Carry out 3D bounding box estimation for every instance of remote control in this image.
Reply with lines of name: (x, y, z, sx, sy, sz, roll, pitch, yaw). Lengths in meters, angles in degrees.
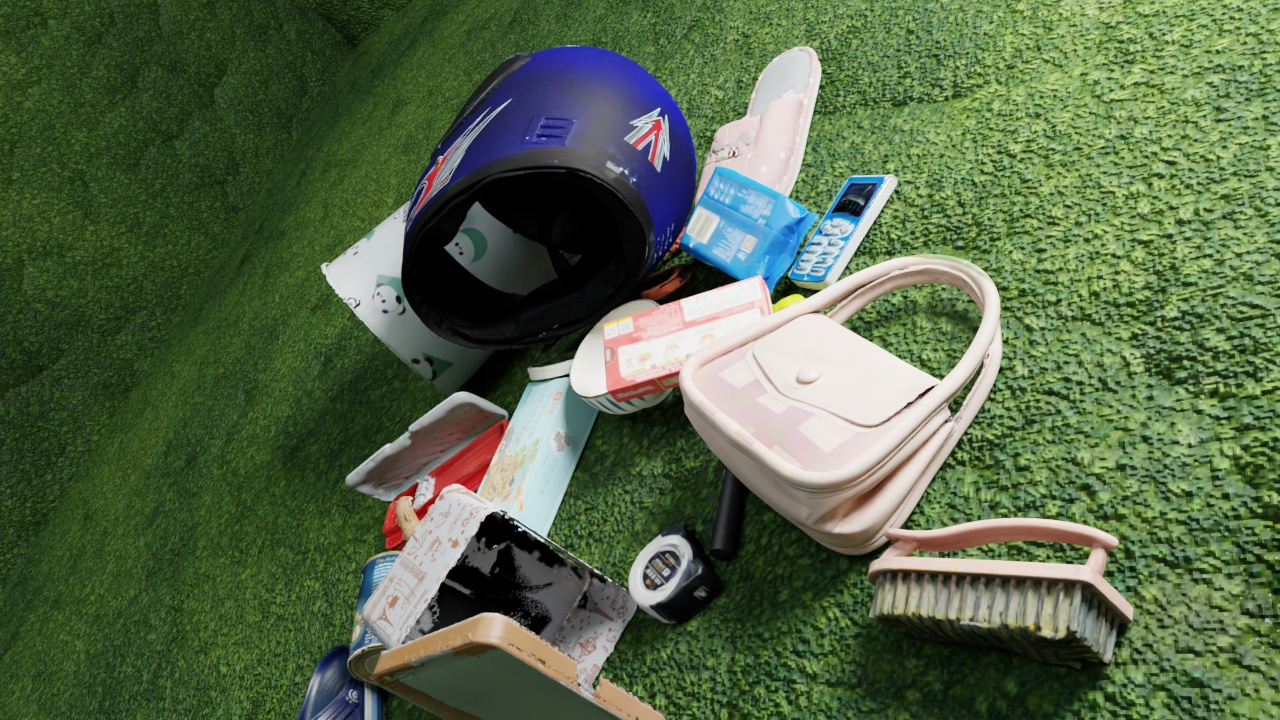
remote control: (0.183, -0.117, 0.830, 0.049, 0.024, 0.124, 18, 72, 55)

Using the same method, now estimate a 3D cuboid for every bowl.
bowl: (-0.005, 0.005, 0.889, 0.117, 0.066, 0.116, -30, 37, 25)

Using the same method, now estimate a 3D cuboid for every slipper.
slipper: (0.126, -0.240, 0.991, 0.114, 0.054, 0.273, -3, 57, 47)
slipper: (-0.295, 0.362, 0.845, 0.105, 0.095, 0.252, -40, 30, 18)

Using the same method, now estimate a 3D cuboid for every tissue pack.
tissue pack: (0.102, -0.124, 0.883, 0.157, 0.052, 0.095, 40, 106, 49)

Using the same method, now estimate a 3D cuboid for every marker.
marker: (0.077, 0.098, 0.742, 0.022, 0.020, 0.131, -15, 45, 36)

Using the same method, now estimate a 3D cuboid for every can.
can: (-0.244, 0.255, 0.906, 0.075, 0.075, 0.111, -35, 36, 20)

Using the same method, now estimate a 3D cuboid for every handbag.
handbag: (0.161, 0.009, 0.678, 0.234, 0.093, 0.193, -40, 38, -7)

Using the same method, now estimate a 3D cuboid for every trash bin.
trash bin: (-0.218, -0.120, 1.136, 0.252, 0.229, 0.229, -44, 33, -1)

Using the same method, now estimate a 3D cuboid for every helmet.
helmet: (-0.091, -0.174, 0.932, 0.316, 0.247, 0.239, -29, 35, 34)

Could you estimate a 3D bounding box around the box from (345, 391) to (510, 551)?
box: (-0.233, 0.118, 1.010, 0.202, 0.101, 0.095, -35, 34, 21)

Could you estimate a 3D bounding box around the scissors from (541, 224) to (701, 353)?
scissors: (-0.017, -0.080, 1.002, 0.226, 0.015, 0.188, -8, 39, 45)

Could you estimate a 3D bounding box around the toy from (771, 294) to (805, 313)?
toy: (0.111, -0.012, 0.803, 0.100, 0.031, 0.096, -35, 35, 13)

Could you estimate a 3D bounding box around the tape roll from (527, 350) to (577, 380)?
tape roll: (-0.078, 0.003, 0.976, 0.086, 0.014, 0.085, -15, 7, 2)

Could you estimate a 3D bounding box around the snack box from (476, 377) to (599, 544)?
snack box: (-0.107, 0.101, 0.923, 0.074, 0.051, 0.174, -9, 51, 46)

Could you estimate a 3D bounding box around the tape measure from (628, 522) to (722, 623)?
tape measure: (0.024, 0.169, 0.718, 0.066, 0.033, 0.065, -40, 32, 9)

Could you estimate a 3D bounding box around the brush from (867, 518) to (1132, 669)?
brush: (0.198, 0.128, 0.531, 0.146, 0.063, 0.073, -8, 54, 48)

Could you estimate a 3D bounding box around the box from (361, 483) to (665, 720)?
box: (-0.082, 0.209, 0.666, 0.185, 0.182, 0.154, 10, 65, 53)

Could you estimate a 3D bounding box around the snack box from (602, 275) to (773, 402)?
snack box: (0.042, -0.018, 0.799, 0.153, 0.025, 0.075, -17, 54, 15)

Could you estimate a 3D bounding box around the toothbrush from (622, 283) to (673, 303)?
toothbrush: (-0.033, -0.073, 1.044, 0.192, 0.018, 0.016, 0, 45, 48)

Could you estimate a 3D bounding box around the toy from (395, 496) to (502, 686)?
toy: (-0.174, 0.193, 0.849, 0.144, 0.082, 0.226, -54, 41, 22)
